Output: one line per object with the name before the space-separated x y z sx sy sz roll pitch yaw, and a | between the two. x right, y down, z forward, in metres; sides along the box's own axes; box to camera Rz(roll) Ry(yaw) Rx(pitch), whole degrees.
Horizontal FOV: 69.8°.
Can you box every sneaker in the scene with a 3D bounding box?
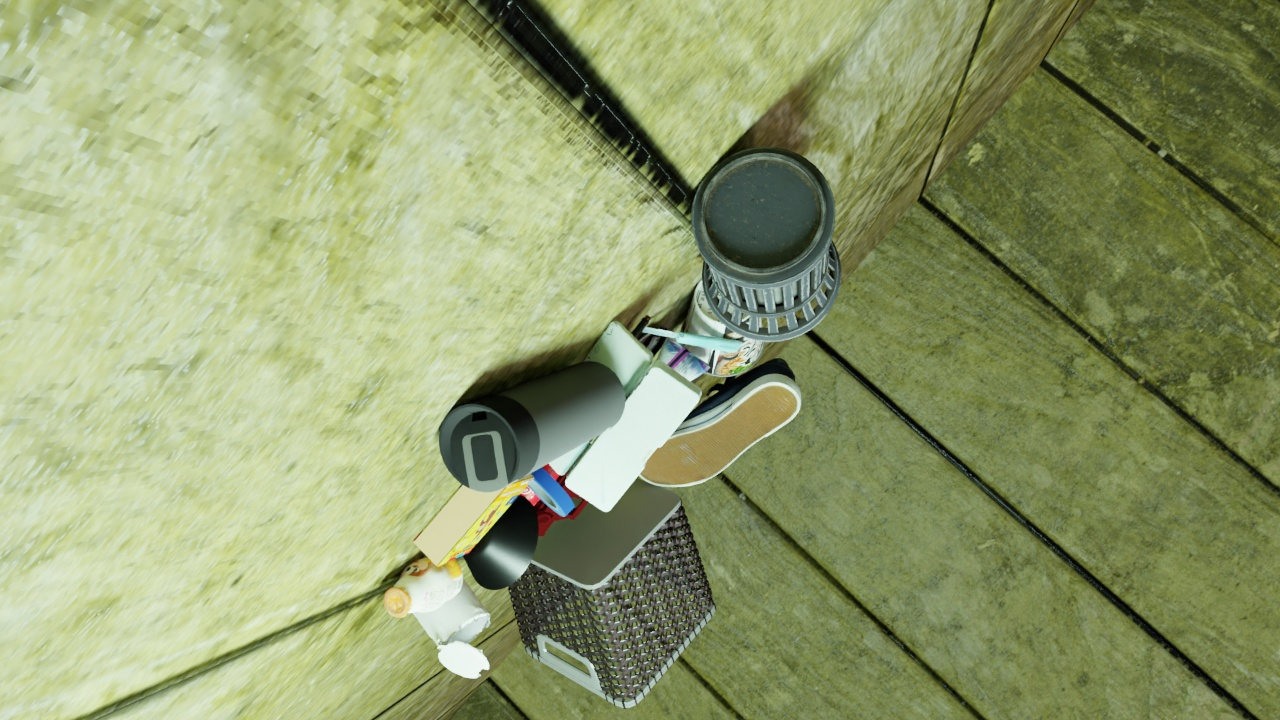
sneaker | 0.109 0.082 1.386 0.295 0.120 0.127 -35 -157 25

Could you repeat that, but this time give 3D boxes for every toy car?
toy car | -0.107 0.177 1.298 0.061 0.070 0.170 14 126 -35

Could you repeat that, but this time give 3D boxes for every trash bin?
trash bin | 0.136 -0.123 0.989 0.164 0.164 0.227 -47 166 0

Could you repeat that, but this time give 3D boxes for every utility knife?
utility knife | 0.064 -0.028 1.192 0.168 0.015 0.022 9 138 -35

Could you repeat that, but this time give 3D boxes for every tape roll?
tape roll | -0.122 0.158 1.153 0.016 0.093 0.091 -44 163 -18

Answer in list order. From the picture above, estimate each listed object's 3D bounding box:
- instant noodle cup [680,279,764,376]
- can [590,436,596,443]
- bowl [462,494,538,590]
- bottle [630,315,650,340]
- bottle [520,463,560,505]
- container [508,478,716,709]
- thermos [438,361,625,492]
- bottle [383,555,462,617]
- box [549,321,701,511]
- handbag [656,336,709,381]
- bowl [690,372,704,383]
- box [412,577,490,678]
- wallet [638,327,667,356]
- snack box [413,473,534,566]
instant noodle cup | 0.117 -0.059 1.280 0.123 0.123 0.122 -44 160 -18
can | -0.054 0.133 1.399 0.130 0.072 0.101 -46 167 -8
bowl | -0.190 0.220 1.146 0.124 0.124 0.052 -49 135 9
bottle | -0.020 -0.014 1.112 0.106 0.025 0.025 -52 169 24
bottle | -0.145 0.166 1.229 0.141 0.042 0.042 -47 170 3
container | -0.056 0.341 1.459 0.244 0.248 0.244 -40 130 -36
thermos | -0.099 0.059 0.911 0.082 0.082 0.240 -52 169 21
bottle | -0.260 0.270 1.094 0.063 0.063 0.108 -51 169 18
box | -0.035 0.069 1.048 0.197 0.136 0.043 -52 174 24
handbag | 0.013 0.049 1.239 0.170 0.068 0.144 -49 173 3
bowl | 0.084 -0.016 1.429 0.115 0.059 0.116 -45 169 -11
box | -0.239 0.339 1.178 0.091 0.161 0.081 -15 142 -51
wallet | -0.007 0.007 1.237 0.120 0.031 0.099 -51 172 13
snack box | -0.192 0.172 1.067 0.126 0.040 0.088 -49 169 8
